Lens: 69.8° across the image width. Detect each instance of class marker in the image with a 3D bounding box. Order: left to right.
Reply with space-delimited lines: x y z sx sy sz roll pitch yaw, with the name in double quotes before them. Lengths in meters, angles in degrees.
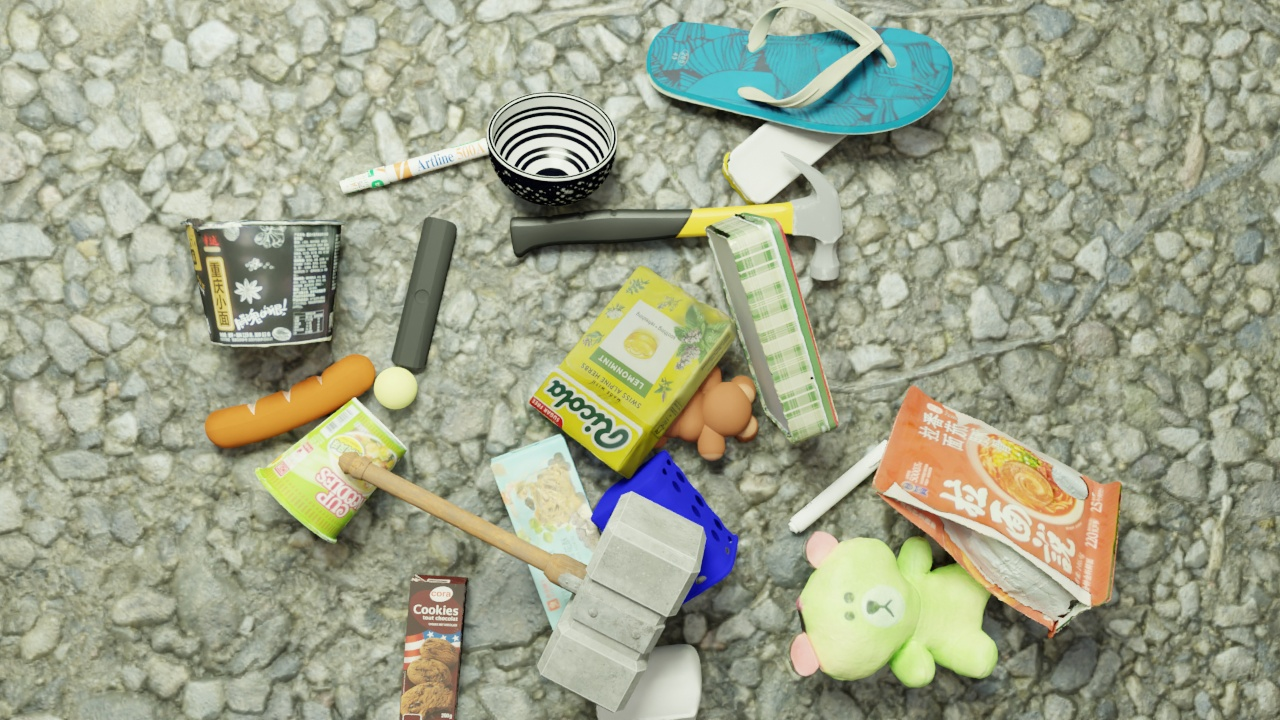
"marker" -0.219 -0.188 0.891 0.145 0.017 0.017 -17 90 -5
"marker" 0.202 0.127 0.920 0.133 0.020 0.017 -39 83 -4

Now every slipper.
"slipper" 0.149 -0.282 0.875 0.295 0.060 0.118 8 81 7

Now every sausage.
"sausage" -0.328 0.041 0.867 0.164 0.039 0.044 -24 91 -5

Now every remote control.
"remote control" -0.210 -0.065 0.890 0.033 0.015 0.146 13 88 -5

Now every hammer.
"hammer" -0.120 0.155 0.796 0.317 0.082 0.163 26 106 2
"hammer" 0.035 -0.133 0.892 0.323 0.029 0.127 -3 115 -1

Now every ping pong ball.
"ping pong ball" -0.233 0.026 0.875 0.040 0.040 0.040 0 89 -5

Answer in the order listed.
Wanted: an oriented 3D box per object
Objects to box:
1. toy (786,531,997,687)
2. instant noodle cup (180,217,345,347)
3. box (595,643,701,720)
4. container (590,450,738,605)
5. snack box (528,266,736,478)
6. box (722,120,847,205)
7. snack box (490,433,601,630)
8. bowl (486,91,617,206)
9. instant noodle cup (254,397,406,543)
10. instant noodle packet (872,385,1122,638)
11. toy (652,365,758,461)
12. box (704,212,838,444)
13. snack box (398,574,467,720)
"toy" 0.239 0.240 0.884 0.197 0.107 0.150 8 69 4
"instant noodle cup" -0.335 -0.071 0.827 0.137 0.137 0.112 -1 97 -5
"box" -0.017 0.332 0.855 0.156 0.085 0.125 -3 57 -3
"container" 0.022 0.159 0.863 0.085 0.084 0.113 -37 95 16
"snack box" -0.005 0.005 0.870 0.121 0.045 0.181 36 85 26
"box" 0.174 -0.239 0.916 0.209 0.037 0.064 -40 94 -5
"snack box" -0.079 0.163 0.880 0.075 0.053 0.174 -20 90 -3
"bowl" -0.084 -0.190 0.872 0.120 0.066 0.120 3 55 -4
"instant noodle cup" -0.279 0.097 0.847 0.099 0.099 0.107 45 78 -3
"instant noodle packet" 0.333 0.131 0.879 0.221 0.084 0.163 32 47 5
"toy" 0.050 0.051 0.896 0.128 0.065 0.095 -4 86 5
"box" 0.120 -0.033 0.849 0.051 0.117 0.205 -19 104 -1
"snack box" -0.198 0.280 0.878 0.051 0.032 0.141 5 89 -5
